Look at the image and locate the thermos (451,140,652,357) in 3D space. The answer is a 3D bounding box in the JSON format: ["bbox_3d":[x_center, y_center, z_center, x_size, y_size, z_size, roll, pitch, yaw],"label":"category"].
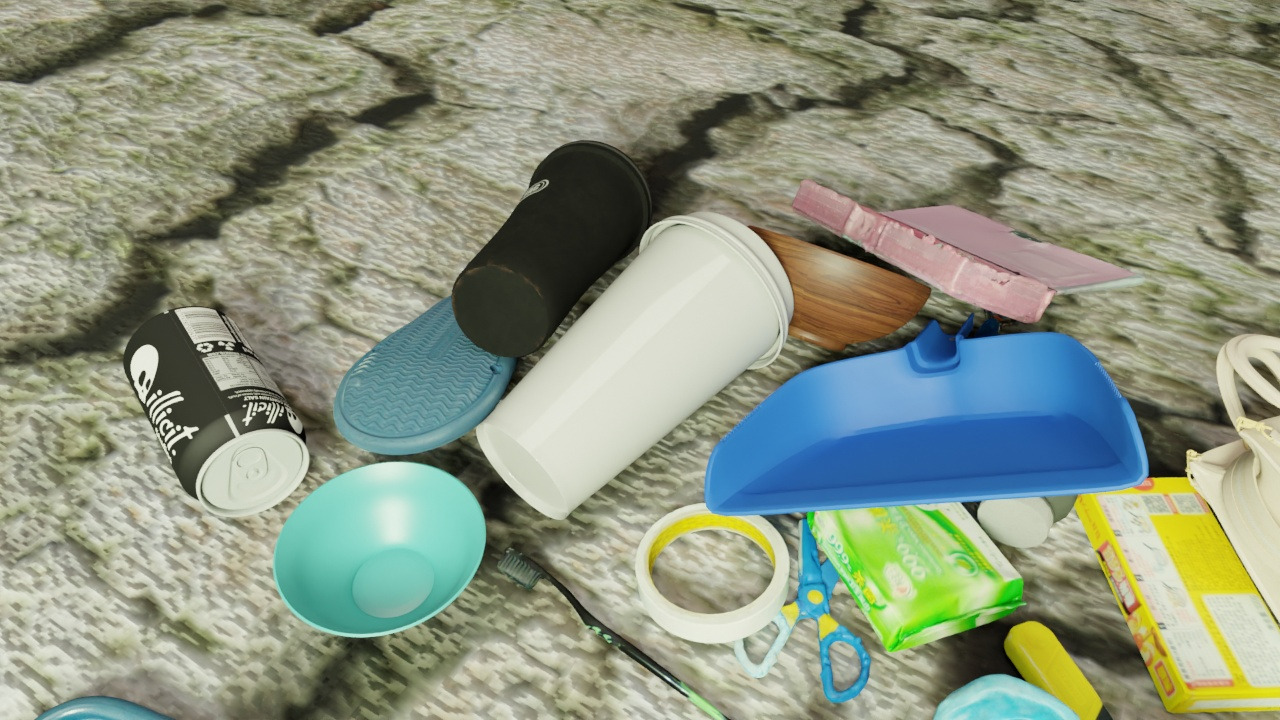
[{"bbox_3d":[-0.065,-0.086,0.697,0.106,0.106,0.218,12,33,10],"label":"thermos"}]

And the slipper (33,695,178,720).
[{"bbox_3d":[-0.226,0.222,0.445,0.214,0.059,0.103,19,45,18],"label":"slipper"}]

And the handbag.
[{"bbox_3d":[0.426,0.067,0.558,0.194,0.101,0.197,-15,63,-25],"label":"handbag"}]

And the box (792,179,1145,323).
[{"bbox_3d":[0.246,-0.089,0.734,0.180,0.051,0.232,4,21,-21],"label":"box"}]

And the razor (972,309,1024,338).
[{"bbox_3d":[0.269,-0.013,0.724,0.044,0.018,0.140,29,51,24],"label":"razor"}]

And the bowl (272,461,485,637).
[{"bbox_3d":[-0.153,0.122,0.554,0.121,0.046,0.121,1,45,-1],"label":"bowl"}]

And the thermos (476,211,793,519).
[{"bbox_3d":[-0.004,0.003,0.633,0.131,0.132,0.221,32,60,27],"label":"thermos"}]

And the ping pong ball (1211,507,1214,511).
[{"bbox_3d":[0.399,0.090,0.607,0.040,0.040,0.040,1,45,-1],"label":"ping pong ball"}]

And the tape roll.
[{"bbox_3d":[0.044,0.128,0.565,0.094,0.019,0.093,-5,40,4],"label":"tape roll"}]

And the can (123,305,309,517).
[{"bbox_3d":[-0.286,0.031,0.618,0.080,0.080,0.146,-27,52,-26],"label":"can"}]

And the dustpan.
[{"bbox_3d":[0.197,0.022,0.620,0.246,0.059,0.256,-9,9,30],"label":"dustpan"}]

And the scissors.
[{"bbox_3d":[0.096,0.146,0.565,0.097,0.020,0.132,5,44,0],"label":"scissors"}]

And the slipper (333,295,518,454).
[{"bbox_3d":[-0.135,0.009,0.660,0.104,0.059,0.213,9,30,11],"label":"slipper"}]

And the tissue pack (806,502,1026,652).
[{"bbox_3d":[0.170,0.119,0.570,0.099,0.034,0.114,-11,44,-20],"label":"tissue pack"}]

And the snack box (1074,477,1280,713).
[{"bbox_3d":[0.334,0.139,0.567,0.075,0.025,0.152,-1,45,-2],"label":"snack box"}]

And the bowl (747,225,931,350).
[{"bbox_3d":[0.140,-0.047,0.706,0.147,0.069,0.147,19,8,-3],"label":"bowl"}]

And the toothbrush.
[{"bbox_3d":[-0.015,0.166,0.539,0.188,0.014,0.017,31,65,26],"label":"toothbrush"}]

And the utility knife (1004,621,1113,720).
[{"bbox_3d":[0.258,0.221,0.486,0.028,0.020,0.186,-14,46,-14],"label":"utility knife"}]

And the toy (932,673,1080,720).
[{"bbox_3d":[0.213,0.236,0.411,0.181,0.115,0.183,-8,66,15],"label":"toy"}]

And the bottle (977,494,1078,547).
[{"bbox_3d":[0.262,0.071,0.609,0.060,0.060,0.108,25,49,21],"label":"bottle"}]
